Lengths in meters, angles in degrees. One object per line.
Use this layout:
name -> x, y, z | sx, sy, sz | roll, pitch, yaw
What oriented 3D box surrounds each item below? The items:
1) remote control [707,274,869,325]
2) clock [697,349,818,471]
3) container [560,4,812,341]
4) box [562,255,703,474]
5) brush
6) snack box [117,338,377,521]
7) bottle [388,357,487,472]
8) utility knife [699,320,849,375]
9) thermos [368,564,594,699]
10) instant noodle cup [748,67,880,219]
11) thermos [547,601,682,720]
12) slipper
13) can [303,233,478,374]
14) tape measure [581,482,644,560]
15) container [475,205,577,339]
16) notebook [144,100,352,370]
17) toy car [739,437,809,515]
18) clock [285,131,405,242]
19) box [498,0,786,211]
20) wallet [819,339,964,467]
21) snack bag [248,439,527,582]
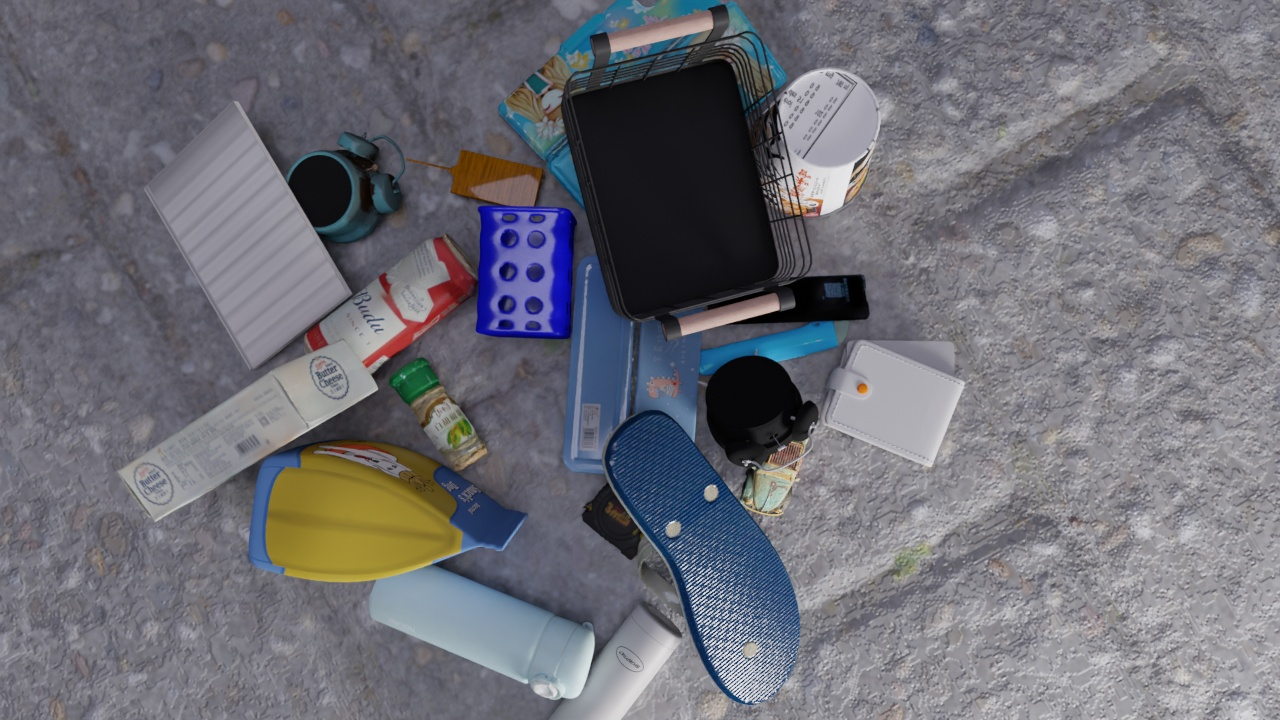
remote control -> 0.138, -0.059, 0.862 | 0.150, 0.022, 0.047 | -3, 66, 2
clock -> 0.107, 0.047, 0.822 | 0.091, 0.042, 0.120 | -28, 51, -2
container -> 0.035, -0.150, 0.773 | 0.163, 0.130, 0.241 | -15, 97, -5
box -> -0.005, 0.004, 0.855 | 0.127, 0.034, 0.209 | 4, 84, 0
brush -> -0.158, -0.177, 0.884 | 0.126, 0.017, 0.048 | 14, 89, 2
snack box -> -0.343, 0.060, 0.804 | 0.208, 0.104, 0.057 | -28, 98, 23
bottle -> -0.191, 0.052, 0.866 | 0.043, 0.043, 0.111 | -36, 88, 0
utility knife -> 0.113, -0.011, 0.872 | 0.175, 0.015, 0.031 | -12, 85, 3
thermos -> -0.141, 0.242, 0.834 | 0.207, 0.077, 0.065 | 19, 122, 10
instant noodle cup -> 0.158, -0.199, 0.822 | 0.123, 0.122, 0.123 | 0, 88, 2
thermos -> -0.049, 0.328, 0.848 | 0.052, 0.052, 0.224 | 38, 90, 2
slipper -> 0.055, 0.175, 0.838 | 0.118, 0.060, 0.295 | -34, 102, -19
can -> -0.231, -0.046, 0.858 | 0.170, 0.067, 0.067 | -37, 87, 0
tape measure -> -0.015, 0.141, 0.862 | 0.067, 0.038, 0.063 | 36, 98, 5
container -> -0.105, -0.078, 0.847 | 0.085, 0.084, 0.113 | 2, 89, 3
notebook -> -0.375, -0.114, 0.869 | 0.143, 0.009, 0.209 | -32, 87, 22
toy car -> 0.128, 0.090, 0.852 | 0.047, 0.047, 0.112 | 16, 89, -1
clock -> -0.278, -0.165, 0.867 | 0.124, 0.053, 0.090 | -33, 86, 12
box -> -0.002, -0.254, 0.860 | 0.227, 0.071, 0.182 | -42, 89, 1
wallet -> 0.238, 0.024, 0.856 | 0.118, 0.037, 0.115 | 22, 89, -1
snack bag -> -0.210, 0.134, 0.807 | 0.205, 0.159, 0.102 | 8, 91, 1
